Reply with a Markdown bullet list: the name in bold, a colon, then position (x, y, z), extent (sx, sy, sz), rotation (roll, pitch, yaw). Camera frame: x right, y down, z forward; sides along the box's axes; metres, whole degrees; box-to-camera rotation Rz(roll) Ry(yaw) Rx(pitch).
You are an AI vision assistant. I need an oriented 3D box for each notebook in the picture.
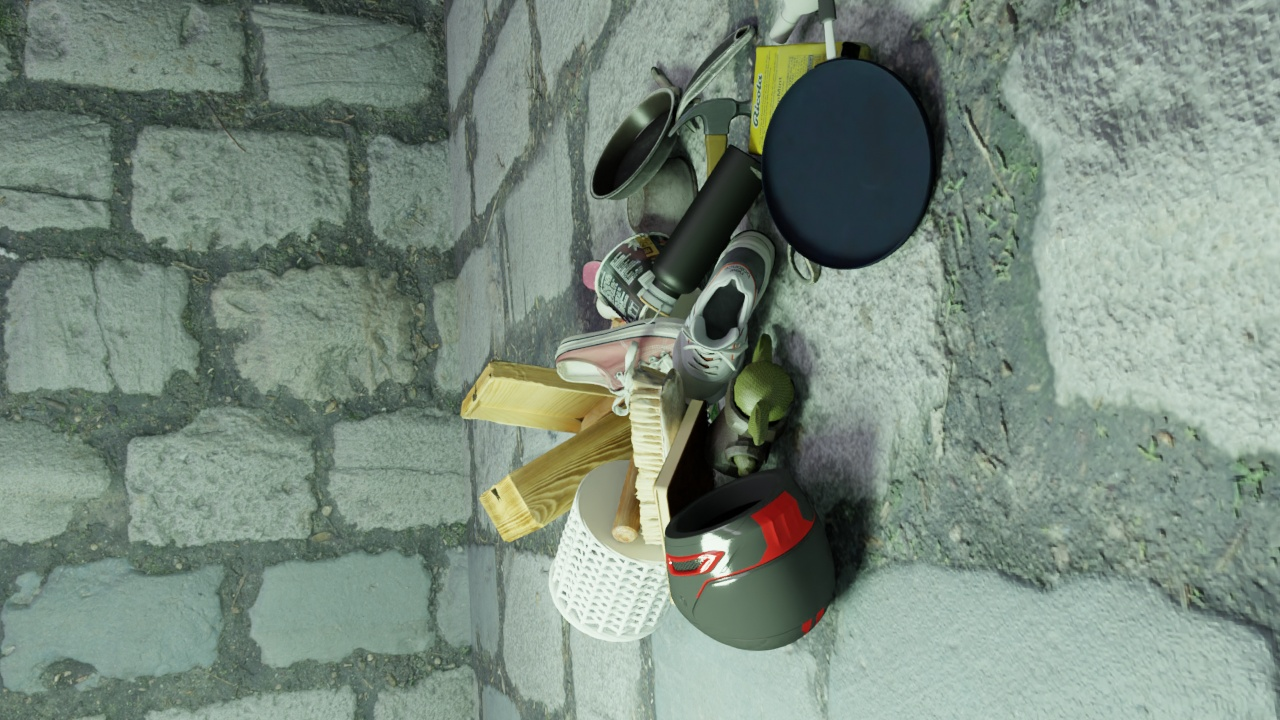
- **notebook**: position (0.060, 0.176, 1.134), extent (0.167, 0.024, 0.226), rotation (-63, -27, -44)

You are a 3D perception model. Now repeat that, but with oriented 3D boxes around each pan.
- **pan**: position (0.187, -0.265, 0.878), extent (0.199, 0.021, 0.356), rotation (2, 102, 50)
- **pan**: position (0.042, -0.337, 1.258), extent (0.358, 0.055, 0.186), rotation (-28, 40, 45)

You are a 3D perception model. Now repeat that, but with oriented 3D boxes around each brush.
- **brush**: position (0.028, 0.126, 1.150), extent (0.083, 0.057, 0.272), rotation (-62, -27, -51)

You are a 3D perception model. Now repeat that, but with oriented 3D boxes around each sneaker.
- **sneaker**: position (0.086, -0.033, 1.082), extent (0.124, 0.089, 0.240), rotation (-50, -19, -65)
- **sneaker**: position (-0.007, 0.007, 1.230), extent (0.118, 0.241, 0.087), rotation (61, -150, -46)

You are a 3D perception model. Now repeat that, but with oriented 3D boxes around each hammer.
- **hammer**: position (0.095, -0.152, 1.137), extent (0.025, 0.118, 0.333), rotation (-101, 9, -75)
- **hammer**: position (0.007, 0.120, 1.285), extent (0.158, 0.037, 0.299), rotation (118, 170, -51)

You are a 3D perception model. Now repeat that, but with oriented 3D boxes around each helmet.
- **helmet**: position (0.119, 0.226, 0.992), extent (0.170, 0.164, 0.265), rotation (60, 156, -3)

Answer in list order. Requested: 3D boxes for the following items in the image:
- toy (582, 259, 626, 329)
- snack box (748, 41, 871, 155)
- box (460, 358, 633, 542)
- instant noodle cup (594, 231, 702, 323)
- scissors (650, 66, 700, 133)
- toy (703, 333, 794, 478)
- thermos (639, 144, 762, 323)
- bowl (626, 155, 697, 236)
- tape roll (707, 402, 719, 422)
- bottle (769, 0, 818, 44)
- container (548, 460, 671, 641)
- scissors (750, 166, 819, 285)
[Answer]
- **toy**: position (-0.029, -0.074, 1.474), extent (0.159, 0.084, 0.194), rotation (0, 91, 41)
- **snack box**: position (0.179, -0.275, 0.979), extent (0.181, 0.045, 0.121), rotation (-147, 56, -62)
- **box**: position (-0.146, 0.112, 1.510), extent (0.263, 0.268, 0.280), rotation (59, 156, 6)
- **instant noodle cup**: position (0.020, -0.093, 1.287), extent (0.112, 0.137, 0.138), rotation (56, 142, 40)
- **scissors**: position (0.042, -0.378, 1.367), extent (0.195, 0.015, 0.179), rotation (134, 131, -60)
- **toy**: position (0.130, 0.068, 1.068), extent (0.178, 0.078, 0.153), rotation (-78, 7, -48)
- **thermos**: position (0.067, -0.142, 1.093), extent (0.231, 0.061, 0.061), rotation (-57, 31, 12)
- **bowl**: position (0.024, -0.228, 1.346), extent (0.145, 0.067, 0.145), rotation (179, 90, -69)
- **tape roll**: position (0.111, 0.053, 1.205), extent (0.094, 0.018, 0.094), rotation (178, 90, -69)
- **bottle**: position (0.185, -0.408, 0.946), extent (0.196, 0.052, 0.052), rotation (123, 140, -56)
- **container**: position (-0.023, 0.273, 1.324), extent (0.189, 0.189, 0.187), rotation (-113, 31, -44)
- **scissors**: position (0.172, -0.157, 0.993), extent (0.158, 0.012, 0.169), rotation (23, 126, 51)
